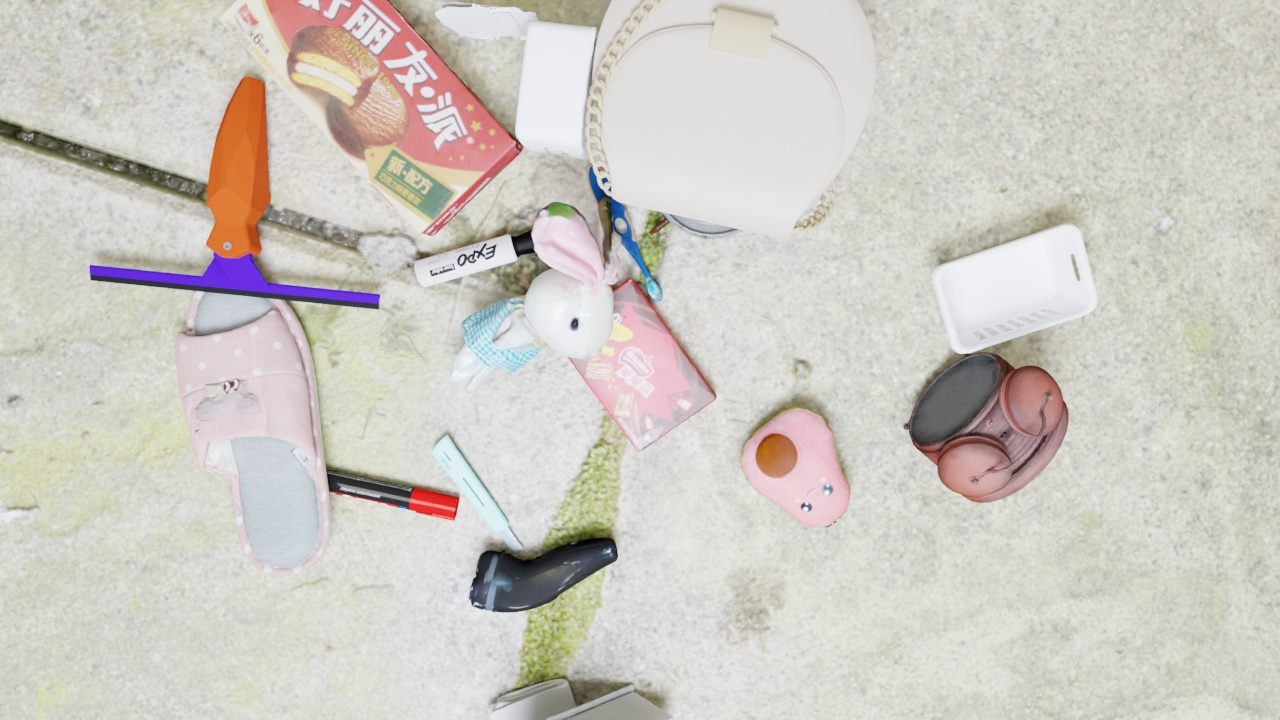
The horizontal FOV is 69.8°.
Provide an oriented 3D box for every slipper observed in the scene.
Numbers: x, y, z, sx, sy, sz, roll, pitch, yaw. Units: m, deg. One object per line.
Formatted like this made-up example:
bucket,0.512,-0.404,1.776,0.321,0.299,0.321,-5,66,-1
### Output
slipper,-0.337,0.056,0.804,0.114,0.054,0.274,-14,91,4

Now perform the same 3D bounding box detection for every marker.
marker,-0.135,-0.093,0.808,0.126,0.025,0.025,-16,99,2
marker,-0.241,0.122,0.844,0.145,0.021,0.024,12,127,-2

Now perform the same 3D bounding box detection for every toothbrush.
toothbrush,-0.013,-0.111,0.809,0.021,0.017,0.135,-27,99,5

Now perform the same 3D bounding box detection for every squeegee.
squeegee,-0.342,-0.149,0.783,0.249,0.055,0.184,6,88,-1

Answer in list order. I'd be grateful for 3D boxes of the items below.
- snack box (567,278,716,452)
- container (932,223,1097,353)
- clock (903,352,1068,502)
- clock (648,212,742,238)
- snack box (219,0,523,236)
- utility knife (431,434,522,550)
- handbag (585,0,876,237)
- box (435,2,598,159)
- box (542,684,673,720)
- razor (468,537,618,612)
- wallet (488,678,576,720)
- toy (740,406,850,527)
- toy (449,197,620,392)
snack box,-0.005,0.005,0.826,0.089,0.021,0.133,-36,97,6
container,0.319,-0.064,0.802,0.129,0.049,0.081,-18,99,3
clock,0.292,0.055,0.768,0.072,0.157,0.120,37,97,-12
clock,0.075,-0.158,0.782,0.148,0.056,0.104,-8,95,2
snack box,-0.219,-0.228,0.767,0.113,0.060,0.236,-42,97,5
utility knife,-0.150,0.125,0.850,0.022,0.015,0.129,-34,101,3
handbag,0.070,-0.210,0.718,0.211,0.103,0.208,13,88,3
box,-0.102,-0.236,0.743,0.137,0.108,0.124,7,97,-3
box,-0.057,0.410,0.718,0.150,0.368,0.167,11,99,0
razor,-0.090,0.189,0.842,0.140,0.053,0.063,-21,90,0
wallet,-0.093,0.369,0.883,0.086,0.032,0.116,-14,97,-9
toy,0.146,0.099,0.827,0.090,0.051,0.110,-40,98,7
toy,-0.083,-0.032,0.767,0.206,0.130,0.105,-44,80,22
